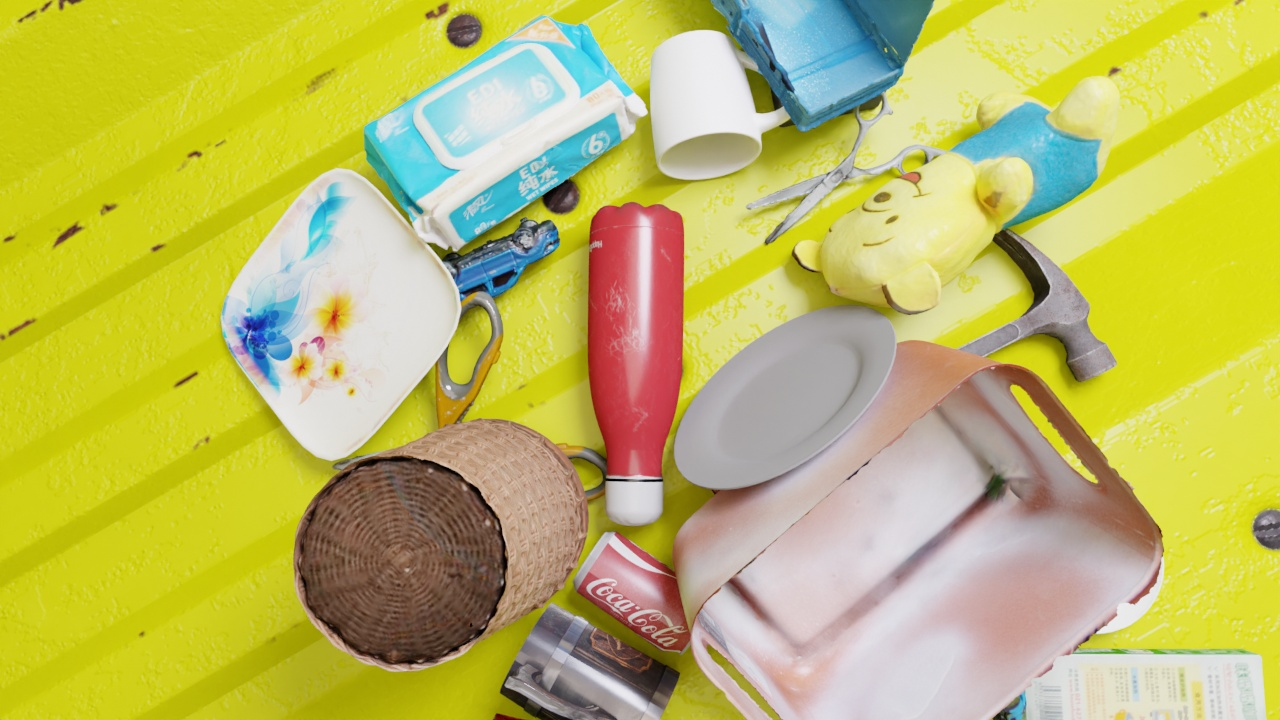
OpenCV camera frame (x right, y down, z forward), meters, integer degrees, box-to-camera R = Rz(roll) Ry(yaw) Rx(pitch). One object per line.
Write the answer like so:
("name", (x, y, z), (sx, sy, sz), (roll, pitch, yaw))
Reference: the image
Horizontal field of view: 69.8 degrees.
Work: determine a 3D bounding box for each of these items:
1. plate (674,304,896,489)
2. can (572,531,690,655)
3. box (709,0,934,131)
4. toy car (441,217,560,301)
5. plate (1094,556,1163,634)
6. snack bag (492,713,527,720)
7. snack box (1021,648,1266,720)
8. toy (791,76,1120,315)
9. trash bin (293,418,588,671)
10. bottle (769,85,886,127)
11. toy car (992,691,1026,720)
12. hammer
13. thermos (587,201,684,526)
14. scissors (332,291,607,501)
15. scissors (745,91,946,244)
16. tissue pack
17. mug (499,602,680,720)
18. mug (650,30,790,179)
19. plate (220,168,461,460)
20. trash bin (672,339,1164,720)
("plate", (0.100, 0.026, 0.645), (0.178, 0.178, 0.012), (-40, 112, -1))
("can", (0.002, 0.174, 0.686), (0.096, 0.054, 0.054), (33, 87, 7))
("box", (0.099, -0.293, 0.644), (0.094, 0.112, 0.231), (-27, 77, -11))
("toy car", (-0.117, -0.075, 0.722), (0.120, 0.056, 0.043), (-24, 105, 6))
("plate", (0.328, 0.147, 0.679), (0.104, 0.026, 0.104), (0, 84, 5))
("snack bag", (-0.074, 0.329, 0.629), (0.139, 0.066, 0.208), (27, 113, -11))
("snack box", (0.361, 0.277, 0.663), (0.168, 0.027, 0.132), (-1, 85, 3))
("toy", (0.226, -0.109, 0.658), (0.214, 0.149, 0.084), (-39, 105, 4))
("trash bin", (-0.118, 0.117, 0.596), (0.151, 0.210, 0.151), (0, 90, 3))
("bottle", (0.134, -0.281, 0.728), (0.084, 0.046, 0.173), (-11, 83, 3))
("toy car", (0.259, 0.212, 0.667), (0.032, 0.048, 0.105), (-10, 82, -1))
("hammer", (0.185, 0.013, 0.700), (0.314, 0.035, 0.137), (-27, 83, 1))
("thermos", (-0.004, 0.004, 0.694), (0.073, 0.073, 0.239), (0, 84, 4))
("scissors", (-0.123, 0.066, 0.713), (0.229, 0.016, 0.225), (21, 97, -1))
("scissors", (0.166, -0.140, 0.721), (0.147, 0.014, 0.142), (19, 112, -20))
("tissue pack", (-0.102, -0.181, 0.710), (0.209, 0.066, 0.117), (-33, 67, -8))
("mug", (-0.039, 0.235, 0.651), (0.107, 0.116, 0.080), (29, 90, 7))
("mug", (0.062, -0.200, 0.703), (0.114, 0.081, 0.087), (-12, 76, 19))
("plate", (-0.234, -0.036, 0.716), (0.187, 0.016, 0.187), (-47, 73, 13))
("trash bin", (0.164, 0.124, 0.607), (0.260, 0.157, 0.181), (-42, 101, 4))
